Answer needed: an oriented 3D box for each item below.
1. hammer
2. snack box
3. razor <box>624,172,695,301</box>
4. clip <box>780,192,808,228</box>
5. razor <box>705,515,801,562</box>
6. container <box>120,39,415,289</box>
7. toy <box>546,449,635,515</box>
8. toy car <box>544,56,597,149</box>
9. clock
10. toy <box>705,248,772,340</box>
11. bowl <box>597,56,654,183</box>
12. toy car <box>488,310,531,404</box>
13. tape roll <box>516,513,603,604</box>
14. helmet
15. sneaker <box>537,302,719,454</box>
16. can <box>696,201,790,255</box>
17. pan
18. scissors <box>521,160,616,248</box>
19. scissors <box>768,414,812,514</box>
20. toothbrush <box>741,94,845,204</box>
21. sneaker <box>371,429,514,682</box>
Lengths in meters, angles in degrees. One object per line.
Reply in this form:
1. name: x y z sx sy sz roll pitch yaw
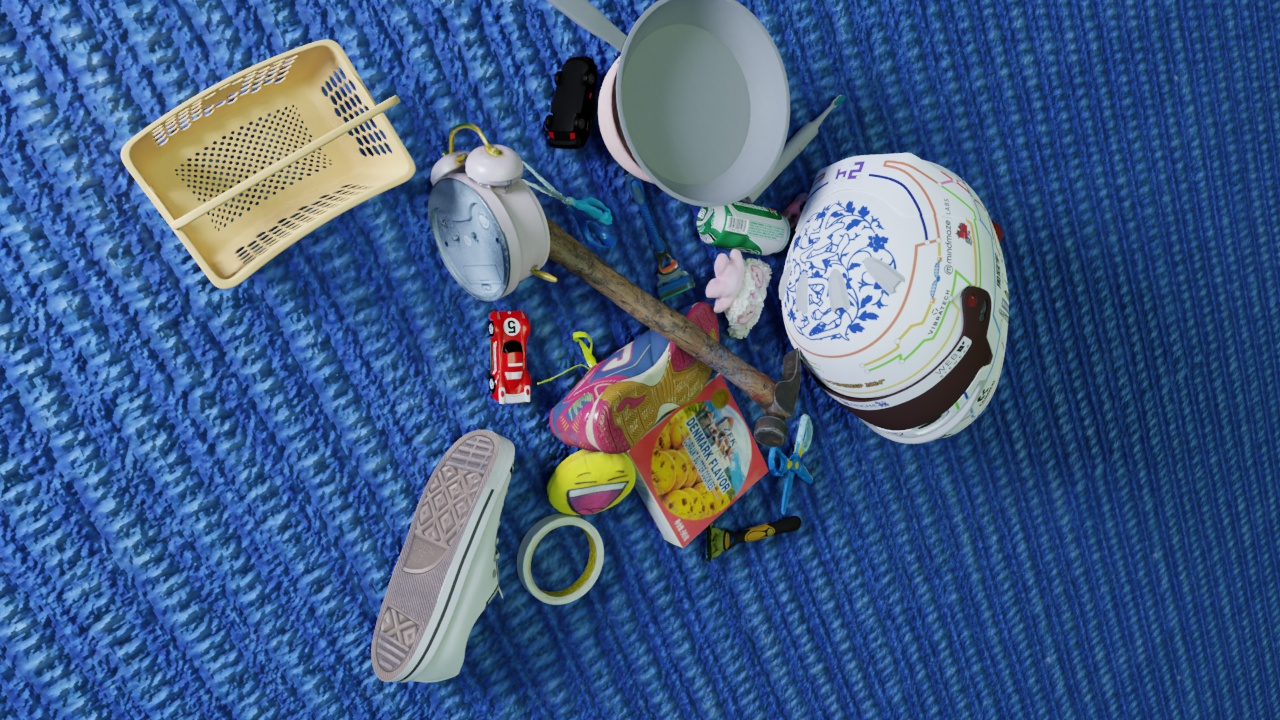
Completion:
1. hammer: 0.030 -0.044 0.921 0.330 0.033 0.119 34 50 -18
2. snack box: 0.058 0.108 1.022 0.144 0.040 0.142 -38 114 -22
3. razor: 0.016 -0.135 0.978 0.044 0.018 0.141 -22 106 -1
4. clip: 0.180 -0.176 1.070 0.059 0.023 0.045 -14 99 -30
5. razor: 0.137 0.205 1.096 0.144 0.021 0.044 -7 100 -32
6. container: -0.284 -0.156 0.709 0.183 0.167 0.129 -38 114 -21
7. toy: -0.050 0.125 0.946 0.095 0.041 0.094 -4 133 -22
8. toy car: -0.063 -0.252 0.904 0.036 0.042 0.091 13 89 -57
9. clock: -0.141 -0.135 0.830 0.058 0.117 0.158 -30 111 -36
10. toy: 0.110 -0.077 1.015 0.108 0.041 0.095 27 79 -52
11. bowl: 0.016 -0.248 0.930 0.152 0.076 0.153 -4 99 -32
12. toy car: -0.128 -0.004 0.905 0.038 0.025 0.089 -4 98 -31
13. tape roll: -0.083 0.208 0.963 0.093 0.019 0.094 -4 98 -30
14. helmet: 0.270 -0.069 1.013 0.235 0.231 0.314 8 85 -39
15. sneaker: -0.005 0.006 0.958 0.241 0.091 0.116 -41 122 -42
16. can: 0.113 -0.147 1.014 0.101 0.053 0.053 6 93 -31
17. pan: -0.001 -0.277 0.841 0.356 0.051 0.200 25 82 -31
18. scissors: -0.067 -0.149 0.890 0.129 0.118 0.014 22 121 -39
19. scissors: 0.183 0.121 1.099 0.125 0.014 0.130 44 63 -49
20. toothbrush: 0.178 -0.248 1.060 0.187 0.019 0.018 -47 119 -17
21. sneaker: -0.164 0.191 0.878 0.097 0.091 0.245 25 80 -42
